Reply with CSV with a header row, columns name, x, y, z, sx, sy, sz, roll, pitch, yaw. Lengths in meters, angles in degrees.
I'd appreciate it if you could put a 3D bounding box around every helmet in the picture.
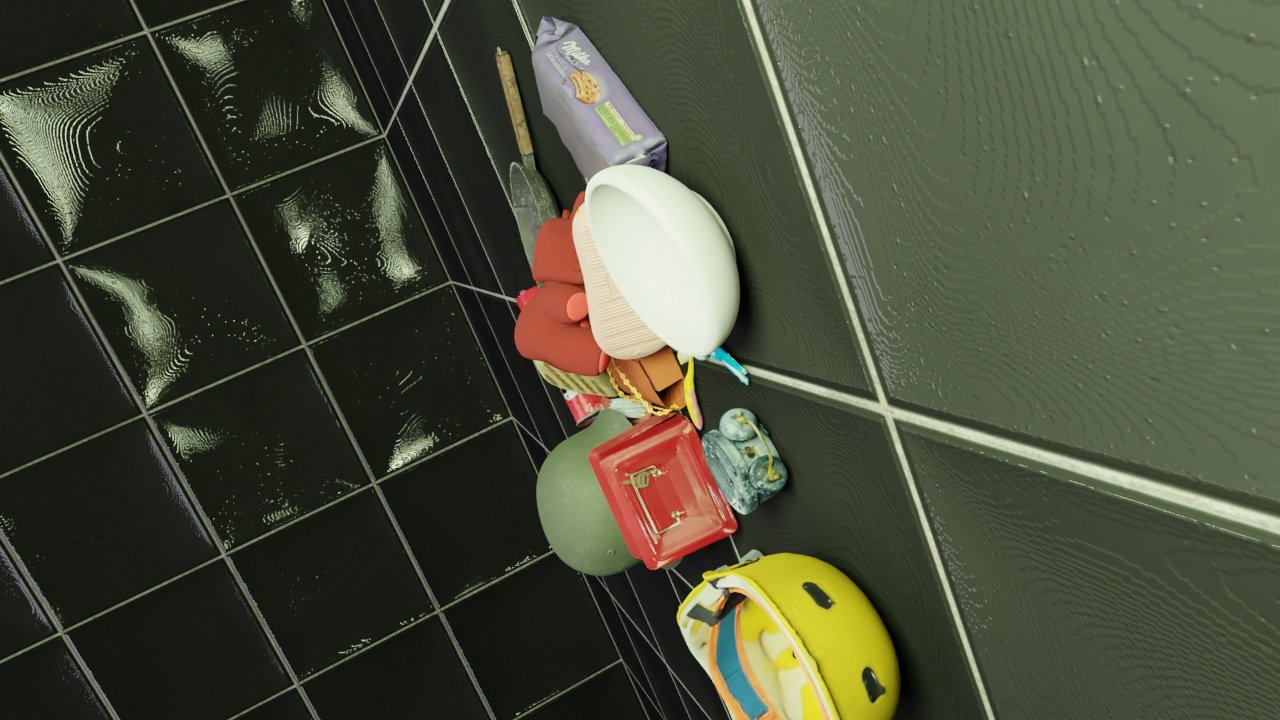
name,x,y,z,sx,sy,sz,roll,pitch,yaw
helmet,-0.060,0.194,1.259,0.227,0.153,0.268,49,146,40
helmet,0.155,0.260,0.824,0.209,0.139,0.241,60,153,17

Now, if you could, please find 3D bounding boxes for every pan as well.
name,x,y,z,sx,sy,sz,roll,pitch,yaw
pan,-0.143,-0.240,1.224,0.207,0.040,0.358,-125,23,-51

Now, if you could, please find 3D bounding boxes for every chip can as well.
name,x,y,z,sx,sy,sz,roll,pitch,yaw
chip can,-0.120,-0.013,1.470,0.233,0.073,0.073,62,166,11

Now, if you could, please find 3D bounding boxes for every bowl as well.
name,x,y,z,sx,sy,sz,roll,pitch,yaw
bowl,0.030,-0.093,0.775,0.176,0.066,0.177,48,161,22

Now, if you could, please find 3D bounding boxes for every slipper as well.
name,x,y,z,sx,sy,sz,roll,pitch,yaw
slipper,-0.087,-0.005,1.279,0.261,0.111,0.079,57,-140,-77
slipper,-0.016,-0.094,0.950,0.081,0.093,0.197,-100,-2,-52

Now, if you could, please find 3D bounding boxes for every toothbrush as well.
name,x,y,z,sx,sy,sz,roll,pitch,yaw
toothbrush,0.056,0.033,1.021,0.021,0.016,0.136,49,159,42

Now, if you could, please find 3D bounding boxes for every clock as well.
name,x,y,z,sx,sy,sz,roll,pitch,yaw
clock,0.102,0.097,0.892,0.090,0.052,0.130,60,166,18

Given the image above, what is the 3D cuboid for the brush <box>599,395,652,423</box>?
name,x,y,z,sx,sy,sz,roll,pitch,yaw
brush,-0.032,0.068,1.301,0.173,0.030,0.041,173,102,-65

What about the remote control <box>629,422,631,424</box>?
name,x,y,z,sx,sy,sz,roll,pitch,yaw
remote control,0.003,0.134,1.396,0.136,0.013,0.043,53,162,39

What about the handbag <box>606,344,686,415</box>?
name,x,y,z,sx,sy,sz,roll,pitch,yaw
handbag,-0.007,0.006,1.123,0.109,0.060,0.172,63,167,-12

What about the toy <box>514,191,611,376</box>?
name,x,y,z,sx,sy,sz,roll,pitch,yaw
toy,-0.079,-0.083,1.056,0.158,0.120,0.197,-173,89,-80

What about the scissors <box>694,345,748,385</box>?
name,x,y,z,sx,sy,sz,roll,pitch,yaw
scissors,0.069,-0.019,0.895,0.140,0.015,0.083,-134,25,-58

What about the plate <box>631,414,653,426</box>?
name,x,y,z,sx,sy,sz,roll,pitch,yaw
plate,0.026,0.162,1.283,0.182,0.034,0.183,52,156,34

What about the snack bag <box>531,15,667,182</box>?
name,x,y,z,sx,sy,sz,roll,pitch,yaw
snack bag,-0.045,-0.223,0.856,0.205,0.058,0.096,56,165,27

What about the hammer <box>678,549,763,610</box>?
name,x,y,z,sx,sy,sz,roll,pitch,yaw
hammer,0.181,0.356,0.994,0.323,0.117,0.051,47,159,28

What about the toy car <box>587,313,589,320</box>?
name,x,y,z,sx,sy,sz,roll,pitch,yaw
toy car,-0.077,-0.079,1.277,0.048,0.032,0.106,63,153,13

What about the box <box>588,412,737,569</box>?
name,x,y,z,sx,sy,sz,roll,pitch,yaw
box,0.022,0.155,1.125,0.122,0.136,0.157,-151,37,-77
